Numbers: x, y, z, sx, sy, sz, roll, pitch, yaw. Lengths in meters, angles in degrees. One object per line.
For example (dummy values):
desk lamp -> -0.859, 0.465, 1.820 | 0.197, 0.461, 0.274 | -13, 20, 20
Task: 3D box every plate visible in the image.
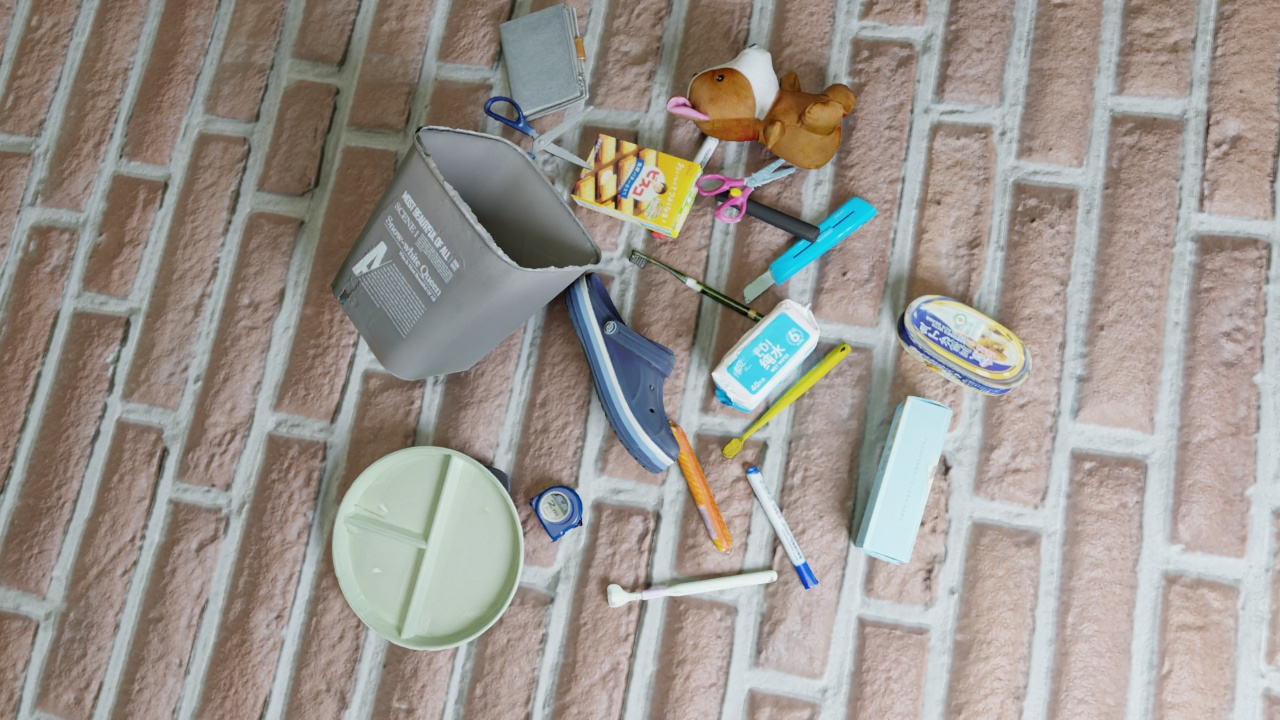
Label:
plate -> -0.240, 0.212, 1.045 | 0.230, 0.027, 0.230 | 0, 89, 10

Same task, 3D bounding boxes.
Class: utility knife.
utility knife -> 0.194, -0.128, 1.074 | 0.185, 0.018, 0.034 | -38, 78, 0

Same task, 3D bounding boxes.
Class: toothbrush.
toothbrush -> 0.166, 0.045, 1.045 | 0.190, 0.016, 0.015 | -41, 78, -2
toothbrush -> 0.057, 0.251, 1.020 | 0.189, 0.020, 0.029 | -9, 109, 4
toothbrush -> 0.068, -0.084, 1.085 | 0.186, 0.012, 0.017 | 28, 90, 11

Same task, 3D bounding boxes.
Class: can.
can -> 0.357, -0.018, 1.017 | 0.148, 0.049, 0.074 | 32, 85, 11

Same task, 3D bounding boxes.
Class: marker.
marker -> 0.055, -0.211, 1.107 | 0.017, 0.017, 0.145 | 29, 84, 11
marker -> 0.148, -0.171, 1.076 | 0.132, 0.022, 0.020 | 28, 120, 20
marker -> 0.156, 0.185, 1.021 | 0.017, 0.017, 0.145 | -27, 78, 1

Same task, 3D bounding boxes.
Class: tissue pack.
tissue pack -> 0.139, -0.005, 1.021 | 0.140, 0.090, 0.063 | -45, 78, -2

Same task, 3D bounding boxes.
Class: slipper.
slipper -> -0.006, 0.006, 1.030 | 0.095, 0.105, 0.252 | -29, 67, 10

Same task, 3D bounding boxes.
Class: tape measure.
tape measure -> -0.093, 0.171, 1.050 | 0.054, 0.025, 0.058 | -33, 81, -2

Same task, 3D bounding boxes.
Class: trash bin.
trash bin -> -0.202, -0.108, 1.007 | 0.220, 0.198, 0.199 | -42, 76, 26

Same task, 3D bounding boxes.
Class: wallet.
wallet -> -0.118, -0.373, 1.150 | 0.107, 0.037, 0.129 | -13, 78, 15

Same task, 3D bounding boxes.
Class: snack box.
snack box -> -0.004, -0.209, 1.097 | 0.140, 0.034, 0.087 | 23, 83, 18
snack box -> 0.282, 0.129, 0.986 | 0.051, 0.074, 0.174 | 18, 82, 10

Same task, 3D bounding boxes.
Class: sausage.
sausage -> 0.066, 0.142, 1.037 | 0.021, 0.021, 0.165 | -24, 78, 2

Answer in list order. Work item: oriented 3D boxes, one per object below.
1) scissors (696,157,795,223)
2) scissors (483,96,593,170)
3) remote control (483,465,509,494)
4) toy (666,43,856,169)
scissors -> 0.123, -0.216, 1.083 | 0.137, 0.017, 0.077 | -40, 78, -24
scissors -> -0.133, -0.266, 1.122 | 0.176, 0.012, 0.162 | -41, 77, 15
remote control -> -0.216, 0.145, 1.070 | 0.136, 0.024, 0.053 | 5, 85, 10
toy -> 0.140, -0.297, 1.063 | 0.200, 0.139, 0.131 | 15, 119, 17
